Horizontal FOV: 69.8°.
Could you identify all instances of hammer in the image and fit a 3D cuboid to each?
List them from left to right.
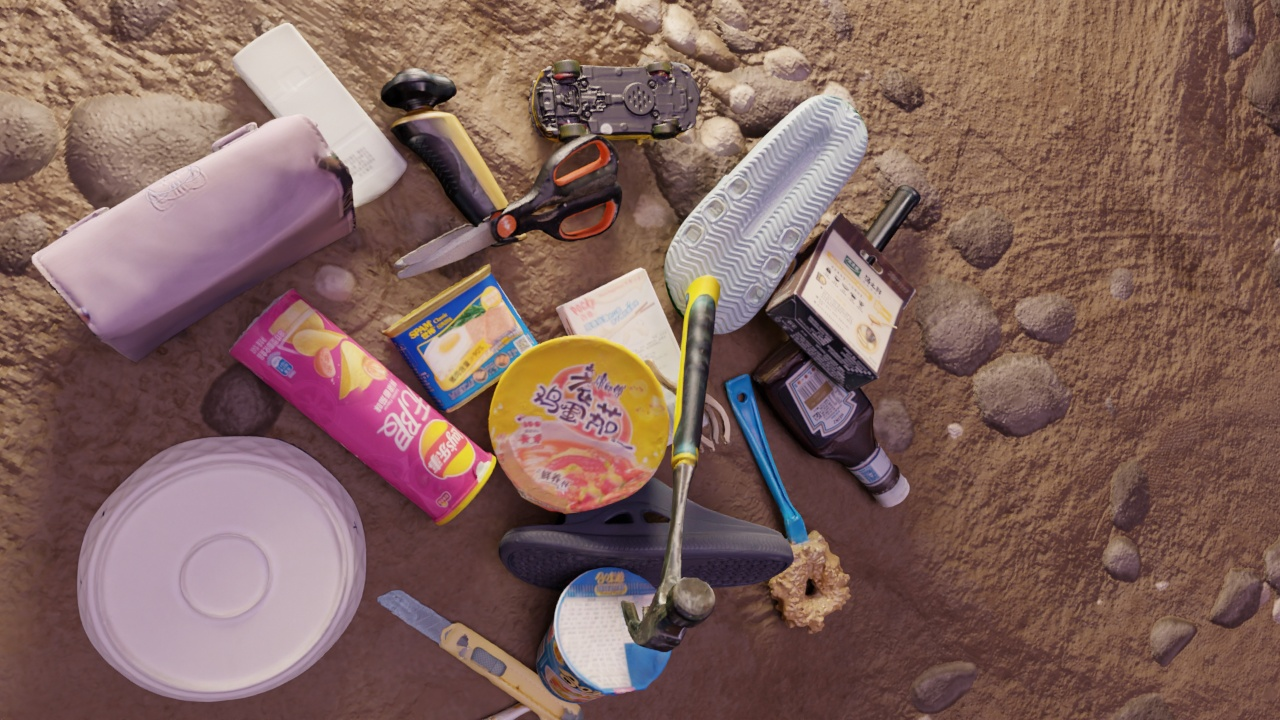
[{"bbox_3d":[0.033,0.069,0.722,0.032,0.126,0.322,17,53,-11],"label":"hammer"}]

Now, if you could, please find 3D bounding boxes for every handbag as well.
[{"bbox_3d":[-0.308,-0.091,0.654,0.196,0.145,0.098,-37,104,-19],"label":"handbag"}]

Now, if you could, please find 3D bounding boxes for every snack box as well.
[{"bbox_3d":[-0.005,0.005,0.828,0.084,0.027,0.157,-27,98,-19],"label":"snack box"},{"bbox_3d":[0.188,-0.055,0.853,0.113,0.053,0.125,43,48,-13],"label":"snack box"}]

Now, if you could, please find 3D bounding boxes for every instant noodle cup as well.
[{"bbox_3d":[-0.047,0.041,0.750,0.138,0.109,0.138,0,98,0],"label":"instant noodle cup"},{"bbox_3d":[-0.039,0.235,0.753,0.099,0.110,0.099,12,56,-18],"label":"instant noodle cup"}]

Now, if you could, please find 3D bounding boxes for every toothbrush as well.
[{"bbox_3d":[-0.088,0.298,0.793,0.191,0.016,0.018,-19,103,-21],"label":"toothbrush"},{"bbox_3d":[0.211,-0.090,0.914,0.027,0.026,0.212,44,77,-27],"label":"toothbrush"}]

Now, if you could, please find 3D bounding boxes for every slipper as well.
[{"bbox_3d":[0.005,0.150,0.799,0.267,0.111,0.083,7,56,-22],"label":"slipper"},{"bbox_3d":[0.111,-0.138,0.850,0.104,0.074,0.245,38,93,-9],"label":"slipper"}]

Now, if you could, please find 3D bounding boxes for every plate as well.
[{"bbox_3d":[-0.313,0.160,0.696,0.204,0.046,0.205,1,89,-21],"label":"plate"}]

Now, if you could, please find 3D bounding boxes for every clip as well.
[{"bbox_3d":[0.044,0.034,0.815,0.071,0.035,0.100,-25,93,-19],"label":"clip"}]

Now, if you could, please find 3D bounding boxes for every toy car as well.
[{"bbox_3d":[-0.021,-0.229,0.822,0.155,0.041,0.071,-7,91,-17],"label":"toy car"}]

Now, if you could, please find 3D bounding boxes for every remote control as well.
[{"bbox_3d":[-0.257,-0.196,0.742,0.058,0.021,0.150,-42,102,-17],"label":"remote control"}]

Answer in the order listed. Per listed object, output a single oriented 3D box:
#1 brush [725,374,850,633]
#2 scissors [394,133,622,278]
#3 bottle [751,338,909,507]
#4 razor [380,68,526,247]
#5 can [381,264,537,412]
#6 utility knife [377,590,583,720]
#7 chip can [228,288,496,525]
[{"bbox_3d":[0.133,0.136,0.874,0.083,0.046,0.254,-21,92,-16],"label":"brush"},{"bbox_3d":[-0.099,-0.103,0.763,0.234,0.022,0.142,-47,139,-17],"label":"scissors"},{"bbox_3d":[0.193,0.065,0.891,0.080,0.044,0.195,-42,106,-2],"label":"bottle"},{"bbox_3d":[-0.150,-0.167,0.768,0.067,0.062,0.167,-42,109,-28],"label":"razor"},{"bbox_3d":[-0.147,-0.017,0.760,0.102,0.057,0.083,-36,103,-18],"label":"can"},{"bbox_3d":[-0.130,0.254,0.773,0.210,0.022,0.030,35,64,-4],"label":"utility knife"},{"bbox_3d":[-0.216,0.038,0.723,0.210,0.071,0.071,43,74,-14],"label":"chip can"}]
